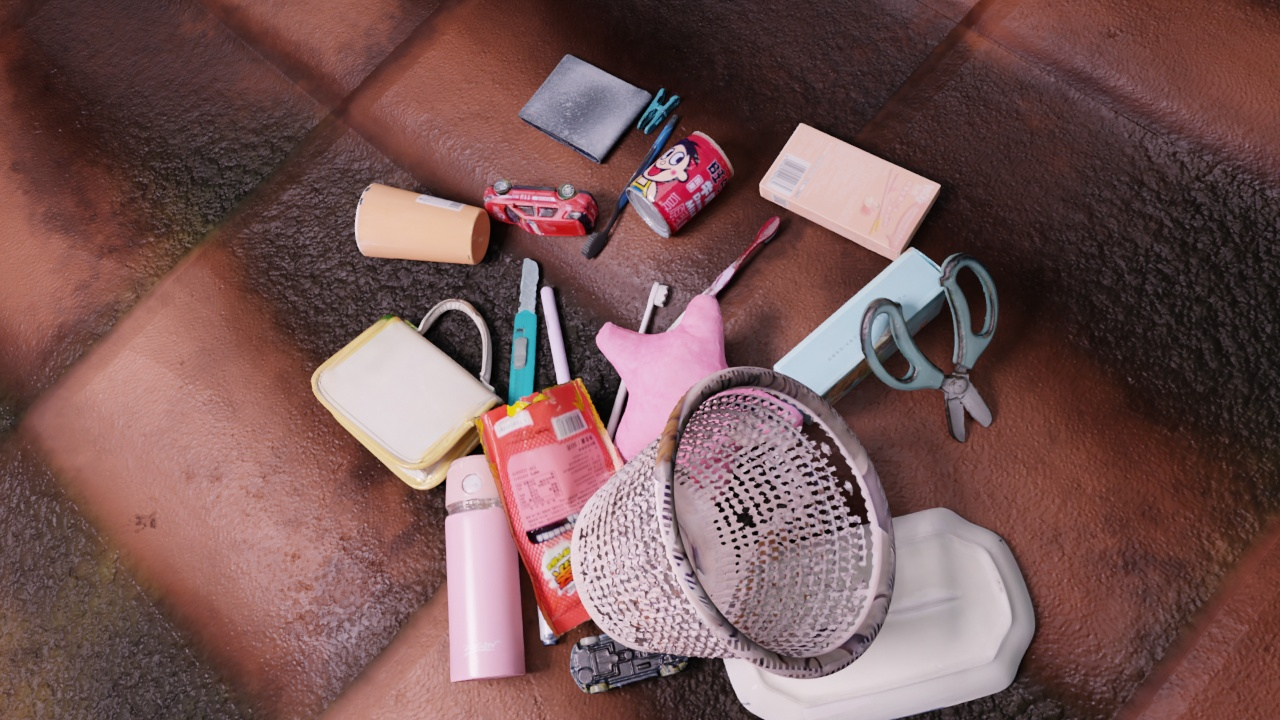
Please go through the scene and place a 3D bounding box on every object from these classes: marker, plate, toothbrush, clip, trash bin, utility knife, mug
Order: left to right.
[{"bbox_3d":[-0.225,-0.139,0.961,0.123,0.078,0.078,9,73,8],"label":"mug"},{"bbox_3d":[-0.120,-0.008,0.926,0.029,0.013,0.209,-1,71,10],"label":"utility knife"},{"bbox_3d":[-0.088,0.196,0.848,0.023,0.018,0.130,-19,67,24],"label":"marker"},{"bbox_3d":[-0.081,0.011,0.910,0.021,0.029,0.189,3,64,-31],"label":"toothbrush"},{"bbox_3d":[-0.010,-0.185,0.967,0.016,0.014,0.189,20,74,41],"label":"toothbrush"},{"bbox_3d":[-0.005,0.005,0.900,0.016,0.016,0.180,16,74,9],"label":"toothbrush"},{"bbox_3d":[0.018,-0.267,0.989,0.048,0.014,0.057,36,82,17],"label":"clip"},{"bbox_3d":[0.053,0.143,0.725,0.227,0.193,0.227,17,59,-30],"label":"trash bin"},{"bbox_3d":[0.077,-0.072,0.912,0.016,0.017,0.187,40,85,17],"label":"toothbrush"},{"bbox_3d":[0.197,0.220,0.778,0.266,0.034,0.162,-15,69,5],"label":"plate"}]

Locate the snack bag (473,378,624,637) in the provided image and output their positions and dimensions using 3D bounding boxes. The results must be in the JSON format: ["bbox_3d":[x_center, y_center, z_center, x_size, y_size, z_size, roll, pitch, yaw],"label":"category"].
[{"bbox_3d":[-0.063,0.127,0.825,0.128,0.073,0.208,-22,83,-19],"label":"snack bag"}]

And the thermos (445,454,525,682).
[{"bbox_3d":[-0.133,0.186,0.837,0.087,0.067,0.198,-5,69,0],"label":"thermos"}]

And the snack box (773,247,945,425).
[{"bbox_3d":[0.200,-0.020,0.838,0.175,0.074,0.051,-40,69,-4],"label":"snack box"}]

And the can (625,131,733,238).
[{"bbox_3d":[0.040,-0.178,0.926,0.093,0.066,0.066,-42,69,-6],"label":"can"}]

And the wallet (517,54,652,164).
[{"bbox_3d":[-0.062,-0.278,1.006,0.121,0.019,0.097,33,78,20],"label":"wallet"}]

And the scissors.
[{"bbox_3d":[0.277,-0.015,0.804,0.177,0.019,0.169,43,87,-18],"label":"scissors"}]

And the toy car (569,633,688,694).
[{"bbox_3d":[-0.010,0.259,0.805,0.105,0.031,0.049,-15,66,3],"label":"toy car"}]

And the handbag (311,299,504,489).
[{"bbox_3d":[-0.211,0.022,0.917,0.163,0.063,0.178,36,66,19],"label":"handbag"}]

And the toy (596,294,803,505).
[{"bbox_3d":[0.031,0.038,0.844,0.179,0.074,0.194,-40,83,16],"label":"toy"}]

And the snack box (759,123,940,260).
[{"bbox_3d":[0.206,-0.169,0.913,0.157,0.026,0.084,31,79,18],"label":"snack box"}]

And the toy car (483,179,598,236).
[{"bbox_3d":[-0.105,-0.156,0.953,0.120,0.053,0.045,8,70,14],"label":"toy car"}]
